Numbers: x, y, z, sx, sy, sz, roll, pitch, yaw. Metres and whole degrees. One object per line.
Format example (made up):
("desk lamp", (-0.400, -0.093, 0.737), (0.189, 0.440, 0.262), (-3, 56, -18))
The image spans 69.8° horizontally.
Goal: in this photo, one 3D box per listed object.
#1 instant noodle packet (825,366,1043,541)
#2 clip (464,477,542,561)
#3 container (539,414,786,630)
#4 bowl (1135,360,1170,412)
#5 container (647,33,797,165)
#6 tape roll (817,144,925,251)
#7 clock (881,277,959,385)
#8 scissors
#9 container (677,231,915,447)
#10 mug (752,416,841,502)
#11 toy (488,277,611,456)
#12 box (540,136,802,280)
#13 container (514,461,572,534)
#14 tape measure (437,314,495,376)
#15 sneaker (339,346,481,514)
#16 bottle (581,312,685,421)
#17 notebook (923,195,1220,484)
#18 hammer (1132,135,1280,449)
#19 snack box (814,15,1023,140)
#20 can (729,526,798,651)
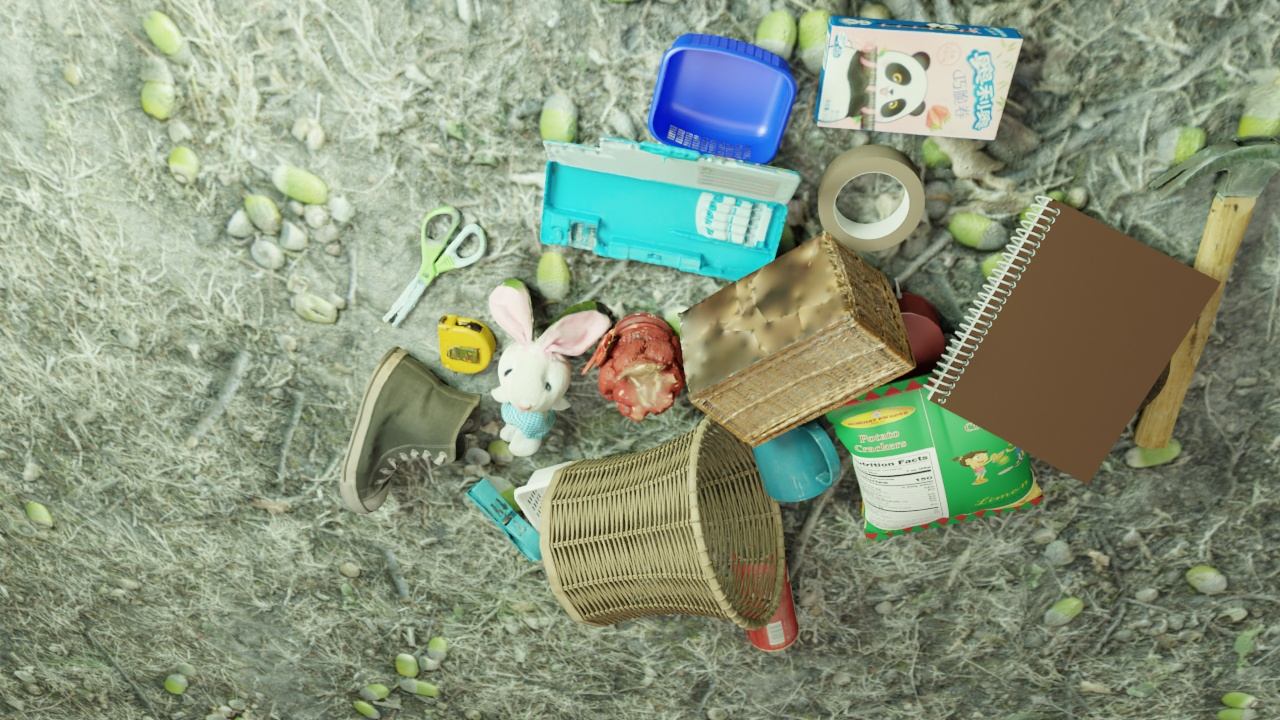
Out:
("instant noodle packet", (0.312, 0.099, 0.957), (0.196, 0.090, 0.253), (-15, 132, 13))
("clip", (-0.155, 0.190, 1.096), (0.127, 0.028, 0.113), (51, 159, -12))
("container", (0.025, 0.185, 0.999), (0.197, 0.226, 0.227), (-15, 122, 27))
("bowl", (0.437, -0.007, 0.883), (0.121, 0.056, 0.121), (10, 119, 19))
("container", (0.070, -0.226, 0.788), (0.114, 0.058, 0.096), (14, 126, -1))
("tape roll", (0.210, -0.148, 0.839), (0.094, 0.030, 0.094), (4, 126, 6))
("clock", (0.263, -0.016, 0.916), (0.087, 0.044, 0.124), (-33, 114, 28))
("scissors", (-0.228, -0.093, 0.962), (0.072, 0.033, 0.176), (35, 120, -20))
("container", (0.140, -0.019, 0.868), (0.199, 0.113, 0.112), (-30, 138, 29))
("mug", (0.167, 0.088, 0.971), (0.084, 0.112, 0.104), (-31, 115, -21))
("toy", (-0.122, 0.028, 0.975), (0.131, 0.105, 0.206), (19, 125, -1))
("box", (0.023, -0.154, 0.840), (0.227, 0.073, 0.181), (11, 150, 1))
("container", (-0.087, 0.180, 1.109), (0.081, 0.049, 0.129), (-17, 121, 20))
("tape measure", (-0.189, -0.014, 1.001), (0.059, 0.030, 0.068), (8, 127, 6))
("sneaker", (-0.264, 0.104, 1.055), (0.120, 0.095, 0.235), (27, 117, 1))
("bottle", (-0.005, 0.005, 0.930), (0.099, 0.111, 0.099), (1, 124, 1))
("notebook", (0.383, -0.018, 0.832), (0.171, 0.022, 0.209), (29, 102, 6))
("hammer", (0.520, -0.049, 0.860), (0.132, 0.033, 0.331), (1, 126, 7))
("snack box", (0.230, -0.237, 0.771), (0.154, 0.033, 0.088), (6, 127, 5))
("can", (0.153, 0.284, 1.134), (0.067, 0.067, 0.170), (-6, 124, 13))
